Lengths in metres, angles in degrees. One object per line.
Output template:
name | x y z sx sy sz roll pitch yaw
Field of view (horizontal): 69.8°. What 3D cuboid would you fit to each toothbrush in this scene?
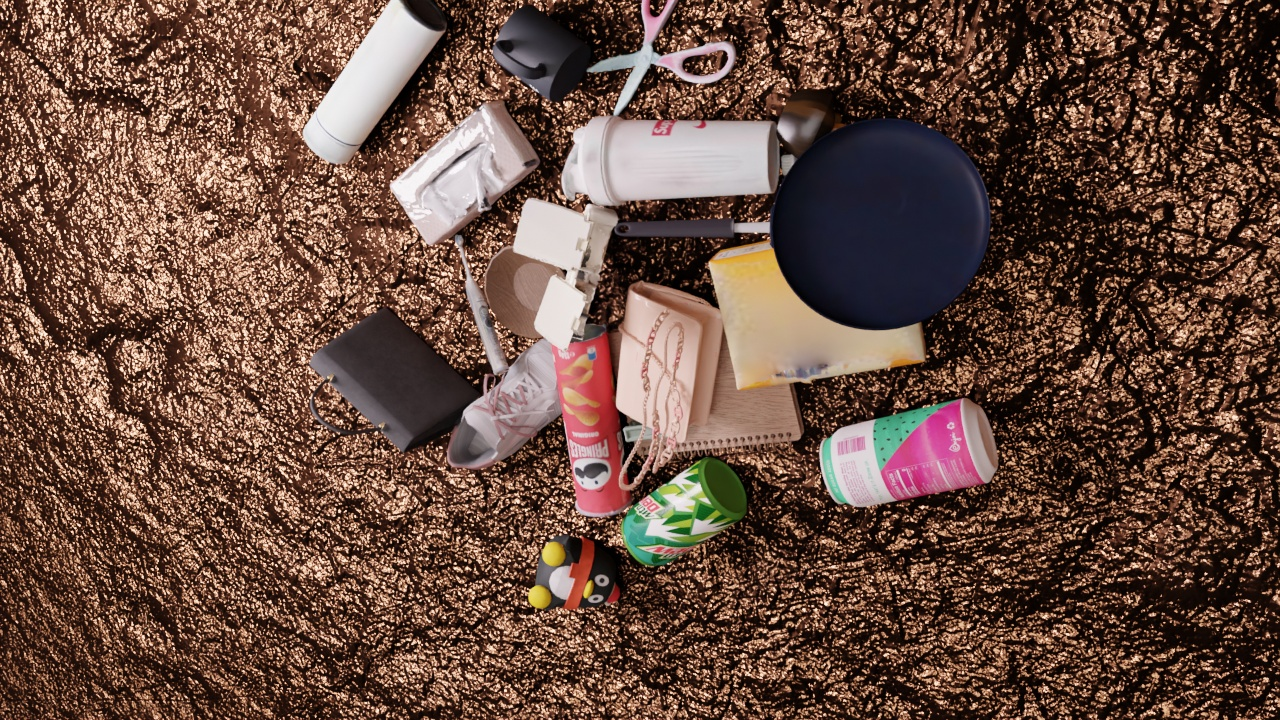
toothbrush | -0.200 -0.071 1.135 0.024 0.022 0.185 -34 72 54
toothbrush | 0.164 -0.126 0.976 0.017 0.012 0.187 8 113 36

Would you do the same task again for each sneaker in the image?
sneaker | -0.168 0.065 1.156 0.099 0.089 0.237 45 121 3

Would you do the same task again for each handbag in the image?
handbag | -0.335 0.041 1.163 0.176 0.195 0.072 42 120 5
handbag | -0.005 0.007 0.977 0.117 0.186 0.199 23 122 28

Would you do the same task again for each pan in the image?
pan | 0.148 -0.129 0.885 0.357 0.021 0.198 1 89 15

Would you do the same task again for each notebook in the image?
notebook | 0.074 0.032 1.073 0.211 0.022 0.169 -8 104 27

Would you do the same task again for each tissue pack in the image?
tissue pack | -0.211 -0.215 1.086 0.182 0.071 0.104 -30 94 27

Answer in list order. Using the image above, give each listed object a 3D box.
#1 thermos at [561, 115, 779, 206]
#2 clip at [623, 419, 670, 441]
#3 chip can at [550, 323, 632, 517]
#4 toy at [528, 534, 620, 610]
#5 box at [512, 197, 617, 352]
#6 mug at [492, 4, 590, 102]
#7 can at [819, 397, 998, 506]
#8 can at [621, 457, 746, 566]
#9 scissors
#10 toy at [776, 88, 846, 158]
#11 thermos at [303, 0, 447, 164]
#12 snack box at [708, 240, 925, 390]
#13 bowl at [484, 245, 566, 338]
thermos | 0.032 -0.211 0.964 0.221 0.099 0.099 3 110 18
clip | 0.019 0.081 1.085 0.076 0.047 0.023 -7 106 23
chip can | -0.059 0.072 1.111 0.073 0.073 0.233 3 114 24
toy | -0.078 0.279 1.198 0.119 0.099 0.097 18 98 -7
box | -0.090 -0.098 0.975 0.101 0.194 0.143 14 102 -9
mug | -0.113 -0.323 0.973 0.077 0.104 0.071 38 125 7
can | 0.280 0.099 0.963 0.166 0.088 0.088 -17 101 29
can | 0.051 0.185 1.105 0.144 0.082 0.083 -39 91 31
scissors | 0.026 -0.319 0.964 0.158 0.014 0.173 38 120 8
toy | 0.185 -0.227 0.904 0.100 0.062 0.076 22 80 8
thermos | -0.318 -0.332 1.088 0.231 0.067 0.068 -40 90 32
snack box | 0.182 -0.055 0.941 0.195 0.080 0.145 -10 105 19
bowl | -0.132 -0.087 1.116 0.118 0.030 0.118 9 113 21
